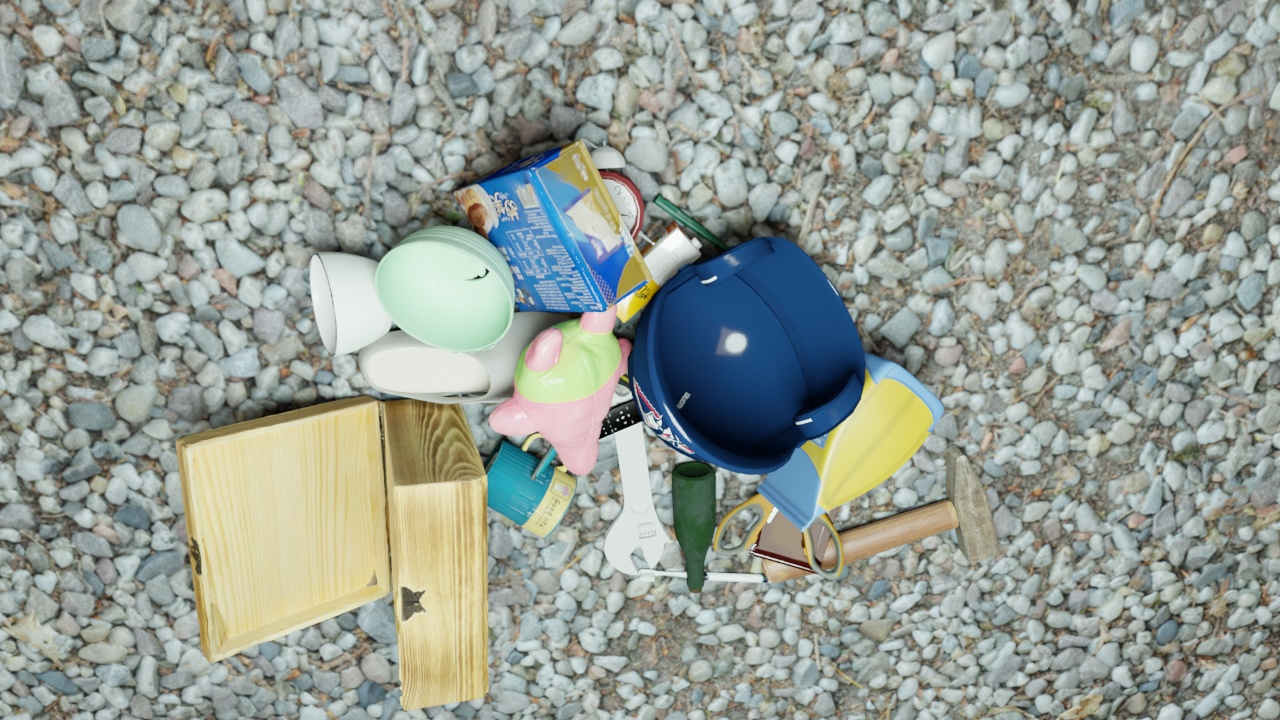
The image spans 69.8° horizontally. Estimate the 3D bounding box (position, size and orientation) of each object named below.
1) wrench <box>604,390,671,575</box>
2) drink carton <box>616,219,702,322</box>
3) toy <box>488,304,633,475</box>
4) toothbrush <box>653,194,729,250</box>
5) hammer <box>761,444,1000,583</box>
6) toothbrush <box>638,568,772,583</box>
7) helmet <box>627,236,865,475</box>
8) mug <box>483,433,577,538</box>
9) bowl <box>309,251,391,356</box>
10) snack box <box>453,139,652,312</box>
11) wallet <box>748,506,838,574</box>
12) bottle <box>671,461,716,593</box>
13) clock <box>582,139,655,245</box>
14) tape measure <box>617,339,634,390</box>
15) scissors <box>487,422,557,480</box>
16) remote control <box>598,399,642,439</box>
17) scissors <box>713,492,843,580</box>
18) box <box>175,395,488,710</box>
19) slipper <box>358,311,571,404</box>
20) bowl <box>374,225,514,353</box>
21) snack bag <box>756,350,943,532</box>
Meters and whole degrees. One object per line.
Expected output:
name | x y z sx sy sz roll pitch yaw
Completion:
wrench | -0.018 0.147 1.155 0.087 0.018 0.273 -9 109 0
drink carton | 0.012 -0.105 1.042 0.123 0.058 0.040 -41 107 11
toy | -0.076 0.037 1.013 0.191 0.097 0.237 -29 139 -27
toothbrush | 0.096 -0.135 1.057 0.189 0.016 0.017 32 108 -13
hammer | 0.301 0.224 1.187 0.301 0.037 0.158 -19 110 4
toothbrush | 0.090 0.287 1.211 0.187 0.017 0.012 3 124 -4
helmet | 0.087 0.011 0.983 0.224 0.271 0.232 -31 96 34
mug | -0.135 0.142 1.122 0.107 0.083 0.113 31 77 -10
bowl | -0.320 -0.066 1.016 0.065 0.116 0.116 -12 113 -29
snack box | -0.096 -0.131 0.950 0.069 0.203 0.155 -37 110 -24
wallet | 0.197 0.204 1.161 0.091 0.018 0.115 16 92 4
bottle | 0.069 0.217 1.163 0.055 0.055 0.174 -3 110 -2
clock | -0.047 -0.174 1.015 0.096 0.048 0.137 -27 102 7
tape measure | -0.006 0.006 1.089 0.061 0.034 0.061 29 90 -10
scissors | -0.106 0.077 1.092 0.154 0.019 0.124 -7 78 -6
remote control | 0.002 0.058 1.114 0.140 0.009 0.030 -23 108 -4
scissors | 0.196 0.178 1.144 0.216 0.016 0.225 39 94 1
box | -0.348 0.205 1.045 0.323 0.284 0.279 -4 111 -15
slipper | -0.194 0.012 1.053 0.266 0.080 0.113 -3 125 -2
bowl | -0.200 -0.087 0.983 0.151 0.076 0.151 8 135 7
snack bag | 0.223 0.092 1.053 0.102 0.159 0.205 39 90 -15
